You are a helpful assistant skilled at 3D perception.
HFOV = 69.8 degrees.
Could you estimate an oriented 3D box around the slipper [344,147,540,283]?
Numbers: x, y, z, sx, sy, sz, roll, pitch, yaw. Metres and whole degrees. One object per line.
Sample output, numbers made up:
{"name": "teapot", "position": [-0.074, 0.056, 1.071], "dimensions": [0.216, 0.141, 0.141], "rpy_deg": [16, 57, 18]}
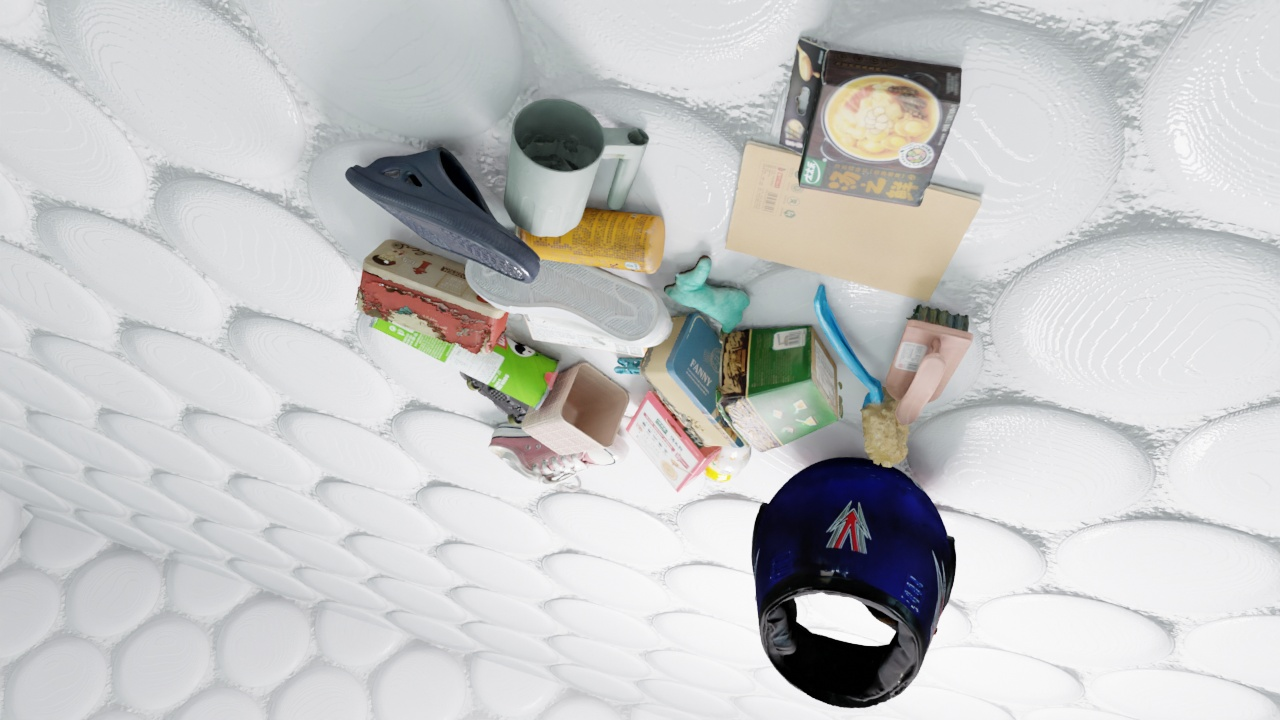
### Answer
{"name": "slipper", "position": [-0.188, -0.158, 0.929], "dimensions": [0.268, 0.083, 0.110], "rpy_deg": [27, 171, 35]}

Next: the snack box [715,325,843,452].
{"name": "snack box", "position": [0.155, 0.023, 1.010], "dimensions": [0.106, 0.118, 0.117], "rpy_deg": [-17, 135, 26]}

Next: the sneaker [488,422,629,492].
{"name": "sneaker", "position": [-0.129, 0.144, 1.350], "dimensions": [0.241, 0.087, 0.118], "rpy_deg": [-1, 143, 30]}

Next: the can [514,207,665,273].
{"name": "can", "position": [-0.050, -0.125, 0.930], "dimensions": [0.146, 0.058, 0.058], "rpy_deg": [9, 147, 16]}

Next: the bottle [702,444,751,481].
{"name": "bottle", "position": [0.116, 0.115, 1.199], "dimensions": [0.063, 0.063, 0.109], "rpy_deg": [21, 148, -3]}

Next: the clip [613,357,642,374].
{"name": "clip", "position": [-0.007, 0.007, 1.143], "dimensions": [0.056, 0.043, 0.014], "rpy_deg": [3, 144, 30]}

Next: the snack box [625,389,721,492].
{"name": "snack box", "position": [0.044, 0.095, 1.179], "dimensions": [0.113, 0.044, 0.127], "rpy_deg": [50, 151, 13]}

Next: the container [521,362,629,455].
{"name": "container", "position": [-0.091, 0.070, 1.220], "dimensions": [0.090, 0.089, 0.111], "rpy_deg": [37, 147, -26]}

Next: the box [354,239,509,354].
{"name": "box", "position": [-0.238, -0.067, 1.066], "dimensions": [0.168, 0.091, 0.080], "rpy_deg": [20, 119, -1]}

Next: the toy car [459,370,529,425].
{"name": "toy car", "position": [-0.181, 0.044, 1.269], "dimensions": [0.070, 0.042, 0.158], "rpy_deg": [-11, 138, 39]}

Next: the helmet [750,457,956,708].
{"name": "helmet", "position": [0.268, 0.265, 1.171], "dimensions": [0.247, 0.239, 0.316], "rpy_deg": [7, 136, 16]}

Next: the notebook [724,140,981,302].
{"name": "notebook", "position": [0.188, -0.125, 0.851], "dimensions": [0.208, 0.008, 0.148], "rpy_deg": [15, 148, 7]}

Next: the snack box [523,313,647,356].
{"name": "snack box", "position": [-0.064, -0.045, 1.089], "dimensions": [0.154, 0.026, 0.075], "rpy_deg": [10, 147, 16]}

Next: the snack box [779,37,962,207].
{"name": "snack box", "position": [0.177, -0.187, 0.731], "dimensions": [0.126, 0.053, 0.113], "rpy_deg": [9, 147, 6]}

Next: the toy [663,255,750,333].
{"name": "toy", "position": [0.072, -0.071, 0.975], "dimensions": [0.092, 0.030, 0.097], "rpy_deg": [20, 142, -5]}

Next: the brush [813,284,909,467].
{"name": "brush", "position": [0.238, 0.019, 0.995], "dimensions": [0.046, 0.083, 0.255], "rpy_deg": [-6, 133, 38]}

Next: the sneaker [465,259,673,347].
{"name": "sneaker", "position": [-0.074, -0.074, 1.007], "dimensions": [0.242, 0.089, 0.090], "rpy_deg": [20, 180, 19]}

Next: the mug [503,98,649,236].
{"name": "mug", "position": [-0.063, -0.175, 0.854], "dimensions": [0.124, 0.083, 0.104], "rpy_deg": [-1, 153, -15]}

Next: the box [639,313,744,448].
{"name": "box", "position": [0.069, 0.022, 1.062], "dimensions": [0.059, 0.089, 0.184], "rpy_deg": [-1, 145, 39]}

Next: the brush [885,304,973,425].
{"name": "brush", "position": [0.288, 0.009, 0.942], "dimensions": [0.063, 0.072, 0.146], "rpy_deg": [13, 149, 8]}

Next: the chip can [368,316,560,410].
{"name": "chip can", "position": [-0.220, -0.019, 1.167], "dimensions": [0.236, 0.072, 0.072], "rpy_deg": [27, 147, -13]}
